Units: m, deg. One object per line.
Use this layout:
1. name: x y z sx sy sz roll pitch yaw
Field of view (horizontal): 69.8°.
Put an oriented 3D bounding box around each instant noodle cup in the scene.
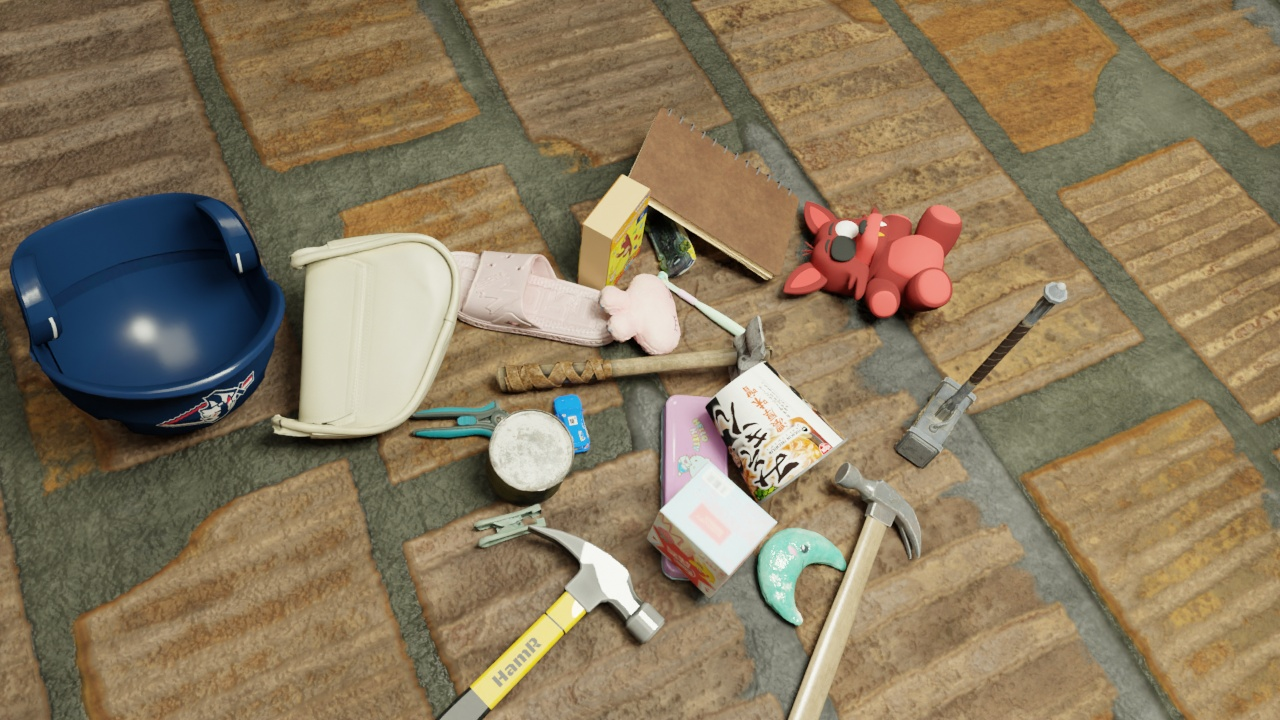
1. instant noodle cup: 0.141 0.074 1.010 0.123 0.124 0.121 -32 78 -21

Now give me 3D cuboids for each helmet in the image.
1. helmet: -0.483 -0.025 0.938 0.231 0.223 0.272 -28 38 -31

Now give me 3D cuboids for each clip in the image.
1. clip: -0.141 0.179 0.989 0.076 0.023 0.044 -13 63 -16

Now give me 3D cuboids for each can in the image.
1. can: -0.121 0.106 0.994 0.090 0.075 0.089 4 69 -11

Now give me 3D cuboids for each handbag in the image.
1. handbag: -0.302 -0.025 1.022 0.184 0.132 0.229 5 85 -17

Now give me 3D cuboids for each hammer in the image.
1. hammer: -0.006 0.006 1.061 0.319 0.122 0.048 -6 62 -1
2. hammer: -0.139 0.309 0.909 0.170 0.034 0.323 44 68 9
3. hammer: 0.362 0.009 0.966 0.044 0.323 0.098 36 63 13
4. hammer: 0.210 0.274 0.964 0.119 0.031 0.330 32 64 -9

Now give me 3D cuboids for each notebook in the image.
1. notebook: 0.098 -0.217 1.180 0.225 0.024 0.167 30 51 -13

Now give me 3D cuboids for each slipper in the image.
1. slipper: -0.137 -0.081 1.106 0.239 0.065 0.094 16 61 0

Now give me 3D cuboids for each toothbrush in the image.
1. toothbrush: 0.082 -0.063 1.149 0.155 0.015 0.022 34 101 12

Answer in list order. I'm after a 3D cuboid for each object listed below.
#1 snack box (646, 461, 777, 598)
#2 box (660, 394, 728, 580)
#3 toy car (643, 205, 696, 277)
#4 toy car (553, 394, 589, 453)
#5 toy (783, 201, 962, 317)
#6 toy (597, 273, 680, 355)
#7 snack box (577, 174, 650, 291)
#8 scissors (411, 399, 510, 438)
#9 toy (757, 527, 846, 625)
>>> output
1. snack box: 0.070 0.174 0.935 0.093 0.095 0.079 42 64 13
2. box: 0.060 0.139 1.027 0.076 0.033 0.213 4 61 -6
3. toy car: 0.039 -0.158 1.179 0.033 0.048 0.105 2 57 -44
4. toy car: -0.075 0.069 1.032 0.033 0.062 0.092 -9 63 -12
5. toy: 0.294 -0.132 1.160 0.197 0.121 0.158 13 63 10
6. toy: -0.001 -0.056 1.102 0.105 0.053 0.108 -3 69 -35
7. snack box: -0.034 -0.149 1.119 0.040 0.126 0.088 30 62 9
8. scissors: -0.186 0.063 1.046 0.136 0.019 0.138 -41 80 -18
9. toy: 0.170 0.225 0.996 0.105 0.033 0.085 -41 84 -25
